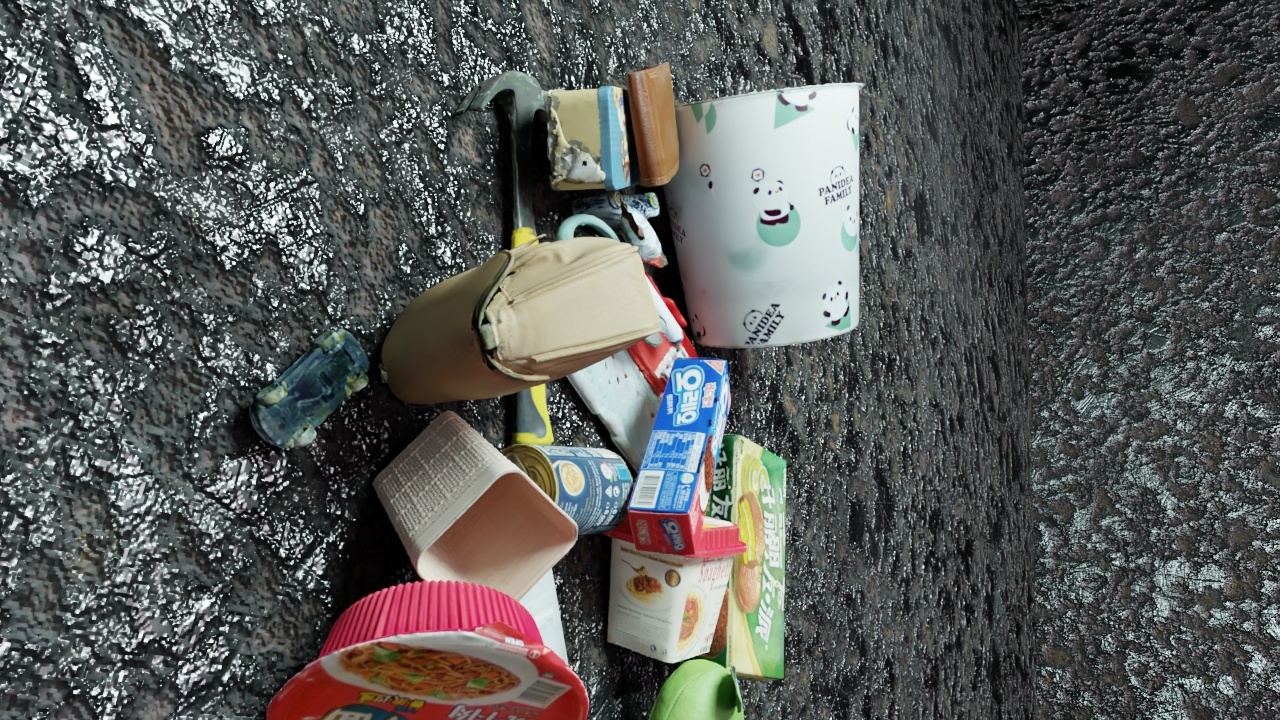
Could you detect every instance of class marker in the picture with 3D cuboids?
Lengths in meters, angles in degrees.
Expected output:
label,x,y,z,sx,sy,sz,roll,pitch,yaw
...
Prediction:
label,x,y,z,sx,sy,sz,roll,pitch,yaw
marker,0.007,-0.067,0.879,0.131,0.018,0.022,55,43,-32

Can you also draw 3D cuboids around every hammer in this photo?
label,x,y,z,sx,sy,sz,roll,pitch,yaw
hammer,-0.101,-0.088,0.782,0.126,0.032,0.323,5,81,-56

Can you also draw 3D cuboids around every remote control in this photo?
label,x,y,z,sx,sy,sz,roll,pitch,yaw
remote control,-0.088,0.222,0.759,0.055,0.020,0.136,-17,100,-55

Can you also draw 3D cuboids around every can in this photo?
label,x,y,z,sx,sy,sz,roll,pitch,yaw
can,-0.065,0.109,0.763,0.111,0.075,0.075,11,75,-56

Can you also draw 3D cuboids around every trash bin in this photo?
label,x,y,z,sx,sy,sz,roll,pitch,yaw
trash bin,0.134,-0.154,0.989,0.228,0.230,0.252,-25,110,-55

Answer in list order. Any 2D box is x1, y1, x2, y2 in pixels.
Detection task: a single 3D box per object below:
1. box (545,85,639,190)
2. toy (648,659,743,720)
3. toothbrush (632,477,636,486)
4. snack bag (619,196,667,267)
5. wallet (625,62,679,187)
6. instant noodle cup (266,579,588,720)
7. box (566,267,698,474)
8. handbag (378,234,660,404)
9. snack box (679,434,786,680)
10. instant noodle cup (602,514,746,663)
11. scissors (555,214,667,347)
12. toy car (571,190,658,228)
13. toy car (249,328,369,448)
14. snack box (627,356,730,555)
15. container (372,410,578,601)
label,x,y,z,sx,sy,sz,roll,pitch,yaw
box,-0.033,-0.199,0.827,0.184,0.060,0.090,-52,141,-70
toy,0.028,0.380,0.824,0.226,0.090,0.246,28,84,-57
toothbrush,0.014,0.104,0.903,0.191,0.016,0.018,-30,108,-40
snack bag,0.000,-0.118,0.863,0.045,0.026,0.105,64,5,16
wallet,0.012,-0.219,0.841,0.124,0.032,0.101,-66,151,-67
instant noodle cup,-0.130,0.202,0.582,0.194,0.194,0.065,51,19,-39
box,-0.006,0.006,0.910,0.157,0.038,0.201,-58,132,-30
handbag,-0.088,-0.029,0.640,0.147,0.205,0.100,-23,95,-38
snack box,0.099,0.206,0.957,0.114,0.063,0.239,31,56,-49
instant noodle cup,0.027,0.208,0.863,0.116,0.117,0.124,9,88,-56
scissors,-0.030,-0.043,0.826,0.180,0.019,0.139,47,57,-41
toy car,-0.023,-0.146,0.894,0.105,0.049,0.031,-9,90,-56
toy car,-0.214,0.017,0.591,0.090,0.034,0.043,-58,133,-41
snack box,0.040,0.080,0.842,0.206,0.057,0.058,-71,156,-48
container,-0.118,0.102,0.633,0.090,0.111,0.090,-45,129,-8
